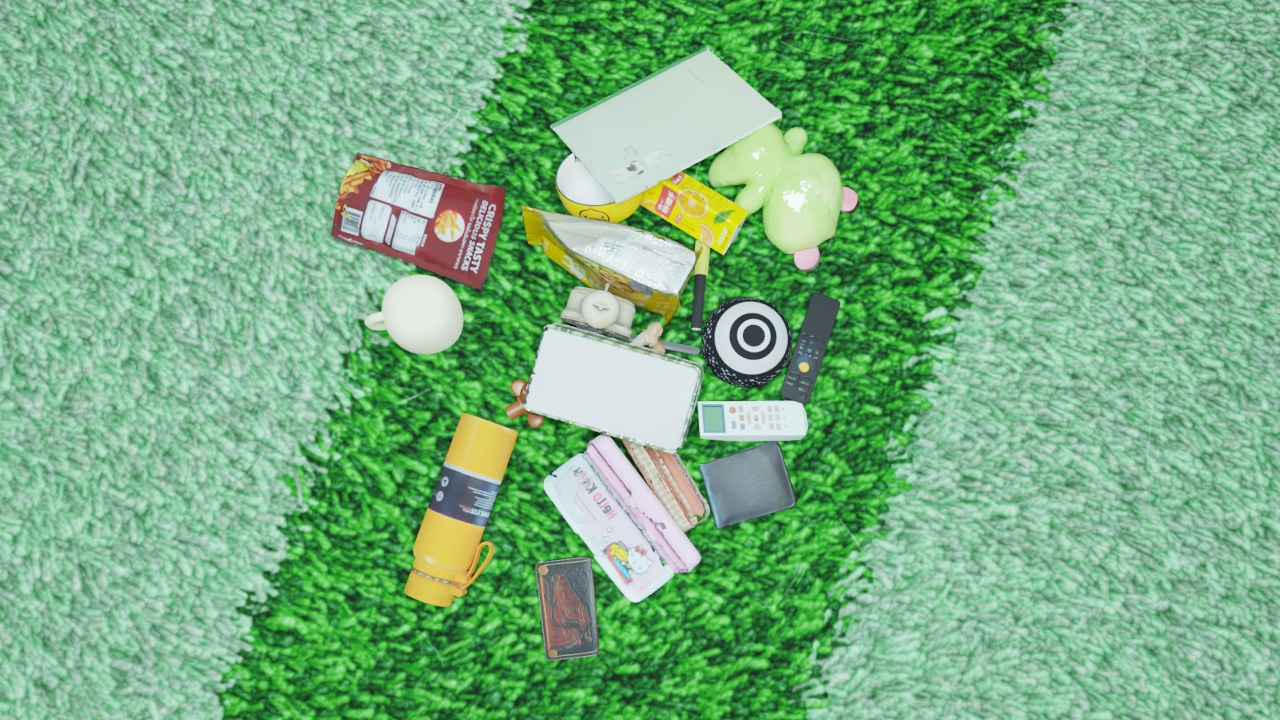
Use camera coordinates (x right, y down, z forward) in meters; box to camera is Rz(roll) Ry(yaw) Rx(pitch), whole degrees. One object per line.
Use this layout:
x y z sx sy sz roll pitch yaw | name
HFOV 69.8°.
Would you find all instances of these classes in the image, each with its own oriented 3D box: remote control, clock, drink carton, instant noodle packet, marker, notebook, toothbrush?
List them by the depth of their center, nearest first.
-0.049 -0.065 1.143 0.093 0.141 0.054 16 86 -3 | clock
-0.045 -0.129 1.154 0.221 0.163 0.084 21 83 0 | instant noodle packet
0.147 0.081 1.202 0.143 0.024 0.049 0 61 -4 | remote control
0.031 -0.315 1.206 0.252 0.010 0.182 -30 56 -11 | notebook
0.070 -0.203 1.211 0.134 0.059 0.042 32 50 7 | drink carton
0.225 -0.017 1.217 0.041 0.020 0.151 20 76 3 | remote control
-0.003 -0.028 1.219 0.167 0.013 0.013 11 82 -3 | toothbrush
0.079 -0.102 1.228 0.021 0.018 0.123 13 79 -46 | marker

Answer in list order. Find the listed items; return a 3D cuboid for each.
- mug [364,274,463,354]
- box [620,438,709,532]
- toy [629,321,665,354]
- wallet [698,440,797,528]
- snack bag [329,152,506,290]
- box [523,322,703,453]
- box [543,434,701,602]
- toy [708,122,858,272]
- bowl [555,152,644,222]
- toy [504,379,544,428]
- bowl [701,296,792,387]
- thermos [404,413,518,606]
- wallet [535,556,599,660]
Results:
-0.290 -0.058 1.163 0.120 0.100 0.096 -11 83 -4 | mug
0.024 0.133 1.177 0.042 0.082 0.187 -32 87 20 | box
-0.007 0.007 1.184 0.106 0.074 0.085 -20 84 10 | toy
0.142 0.161 1.195 0.115 0.026 0.089 -17 86 -5 | wallet
-0.289 -0.188 1.201 0.208 0.066 0.139 16 87 -3 | snack bag
-0.033 0.033 1.122 0.205 0.051 0.118 15 97 7 | box
-0.017 0.194 1.159 0.201 0.147 0.077 53 43 4 | box
0.191 -0.234 1.213 0.197 0.107 0.150 37 82 11 | toy
-0.048 -0.222 1.203 0.117 0.068 0.117 -4 55 6 | bowl
-0.117 0.035 1.181 0.127 0.065 0.095 -29 80 -1 | toy
0.142 -0.028 1.198 0.120 0.066 0.120 0 83 -3 | bowl
-0.221 0.188 1.144 0.091 0.076 0.232 13 80 35 | thermos
-0.092 0.314 1.167 0.072 0.019 0.123 -7 83 1 | wallet
